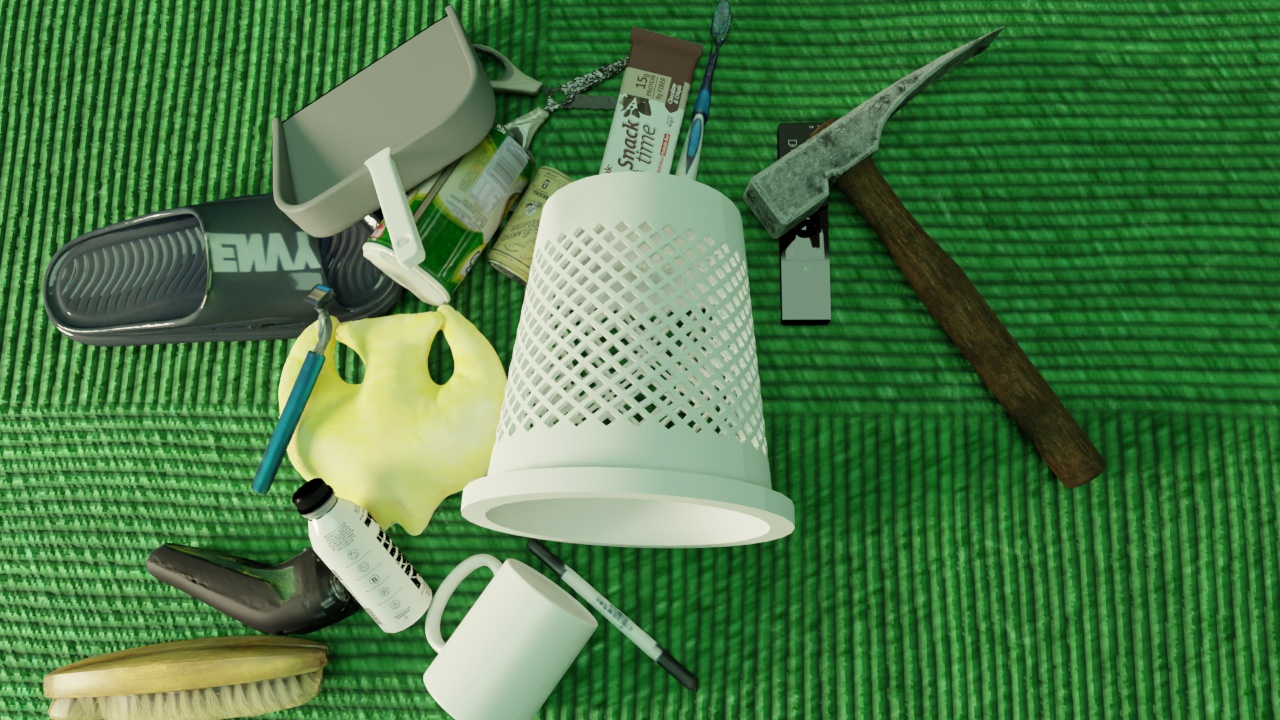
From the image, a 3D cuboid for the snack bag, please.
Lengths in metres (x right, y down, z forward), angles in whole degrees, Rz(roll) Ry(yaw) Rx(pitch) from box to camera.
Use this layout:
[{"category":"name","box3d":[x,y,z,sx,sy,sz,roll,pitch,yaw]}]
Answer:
[{"category":"snack bag","box3d":[0.003,-0.168,0.677,0.057,0.013,0.157,14,81,-2]}]

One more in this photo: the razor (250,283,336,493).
[{"category":"razor","box3d":[-0.228,0.020,0.609,0.022,0.042,0.144,18,90,-32]}]

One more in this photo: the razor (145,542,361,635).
[{"category":"razor","box3d":[-0.264,0.147,0.629,0.151,0.054,0.067,13,73,12]}]

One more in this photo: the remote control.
[{"category":"remote control","box3d":[0.118,-0.100,0.662,0.034,0.013,0.150,0,80,3]}]

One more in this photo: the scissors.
[{"category":"scissors","box3d":[-0.081,-0.191,0.690,0.157,0.012,0.165,31,85,1]}]

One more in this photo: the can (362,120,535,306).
[{"category":"can","box3d":[-0.131,-0.104,0.632,0.067,0.067,0.120,28,75,7]}]

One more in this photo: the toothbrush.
[{"category":"toothbrush","box3d":[0.043,-0.180,0.678,0.016,0.017,0.189,12,81,4]}]

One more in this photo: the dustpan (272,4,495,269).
[{"category":"dustpan","box3d":[-0.169,-0.140,0.606,0.163,0.033,0.257,-31,52,5]}]

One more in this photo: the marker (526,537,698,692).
[{"category":"marker","box3d":[-0.019,0.173,0.626,0.152,0.011,0.011,39,84,9]}]

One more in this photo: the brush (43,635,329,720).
[{"category":"brush","box3d":[-0.303,0.214,0.611,0.195,0.059,0.043,-6,89,4]}]

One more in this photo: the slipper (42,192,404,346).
[{"category":"slipper","box3d":[-0.304,-0.071,0.647,0.268,0.083,0.110,-7,78,2]}]

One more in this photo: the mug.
[{"category":"mug","box3d":[-0.096,0.179,0.605,0.110,0.074,0.090,32,83,34]}]

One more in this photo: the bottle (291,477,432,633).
[{"category":"bottle","box3d":[-0.184,0.126,0.600,0.041,0.041,0.116,-31,114,-2]}]

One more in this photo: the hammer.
[{"category":"hammer","box3d":[0.244,-0.064,0.634,0.217,0.037,0.300,-35,84,-8]}]

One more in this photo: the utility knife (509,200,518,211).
[{"category":"utility knife","box3d":[-0.176,-0.127,0.682,0.179,0.015,0.022,13,82,7]}]

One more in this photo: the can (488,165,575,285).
[{"category":"can","box3d":[-0.075,-0.096,0.660,0.038,0.038,0.079,28,83,7]}]

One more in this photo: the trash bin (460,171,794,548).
[{"category":"trash bin","box3d":[-0.003,0.003,0.576,0.195,0.196,0.199,1,71,3]}]

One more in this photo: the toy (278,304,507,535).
[{"category":"toy","box3d":[-0.171,0.042,0.628,0.170,0.064,0.155,-3,90,10]}]
